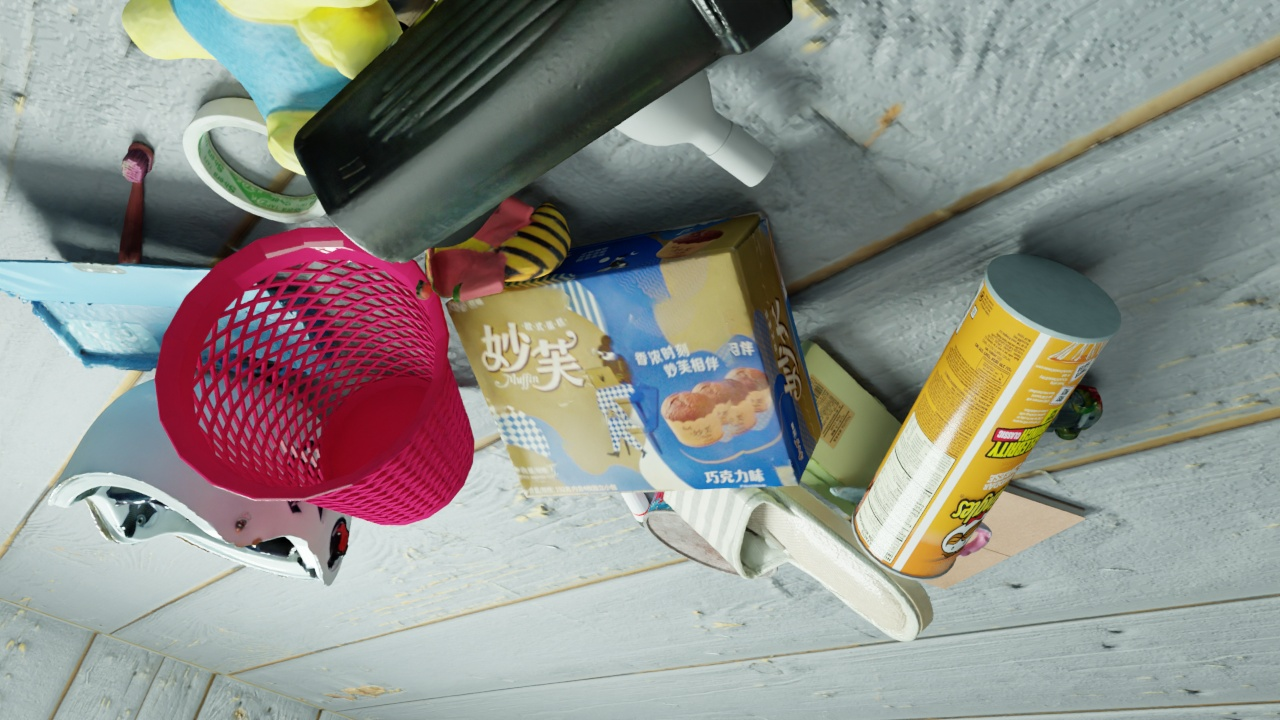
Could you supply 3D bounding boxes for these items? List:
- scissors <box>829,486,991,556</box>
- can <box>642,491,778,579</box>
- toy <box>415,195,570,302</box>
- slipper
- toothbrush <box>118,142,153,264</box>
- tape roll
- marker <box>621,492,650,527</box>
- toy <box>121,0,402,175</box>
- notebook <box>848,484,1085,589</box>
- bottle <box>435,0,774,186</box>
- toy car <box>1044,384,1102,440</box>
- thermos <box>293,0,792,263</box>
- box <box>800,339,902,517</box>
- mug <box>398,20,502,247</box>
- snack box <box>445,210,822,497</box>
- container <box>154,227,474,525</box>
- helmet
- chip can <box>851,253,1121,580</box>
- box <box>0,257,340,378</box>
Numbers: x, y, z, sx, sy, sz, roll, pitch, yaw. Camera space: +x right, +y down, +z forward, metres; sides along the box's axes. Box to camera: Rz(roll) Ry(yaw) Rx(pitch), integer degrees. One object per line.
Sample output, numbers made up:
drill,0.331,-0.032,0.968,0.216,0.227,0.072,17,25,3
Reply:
scissors,0.215,0.101,0.690,0.170,0.013,0.173,17,115,-25
can,0.070,0.151,0.842,0.130,0.044,0.130,20,153,10
toy,-0.095,-0.069,0.562,0.103,0.084,0.046,-9,137,12
slipper,0.096,0.127,0.706,0.273,0.053,0.115,30,145,31
toothbrush,-0.375,-0.098,0.674,0.016,0.016,0.190,25,145,-19
tape roll,-0.240,-0.125,0.584,0.094,0.018,0.094,9,147,6
marker,-0.011,0.119,0.868,0.019,0.019,0.146,1,145,18
toy,-0.156,-0.184,0.391,0.149,0.083,0.215,41,146,4
notebook,0.270,0.155,0.831,0.141,0.008,0.210,18,147,-8
bottle,-0.014,-0.145,0.440,0.195,0.052,0.053,30,144,-24
toy car,0.262,0.029,0.618,0.091,0.036,0.042,7,146,11
thermos,-0.033,-0.125,0.363,0.221,0.098,0.098,-32,131,16
box,0.142,0.065,0.686,0.091,0.077,0.188,-19,137,39
mug,-0.114,-0.128,0.492,0.113,0.078,0.088,49,140,-4
snack box,-0.004,0.003,0.592,0.203,0.069,0.155,-7,114,28
container,-0.208,0.038,0.677,0.183,0.183,0.226,10,159,6
helmet,-0.373,0.104,0.848,0.237,0.163,0.264,7,153,18
chip can,0.204,0.043,0.570,0.075,0.075,0.216,14,130,-1
box,-0.373,-0.043,0.714,0.232,0.047,0.177,3,154,5
